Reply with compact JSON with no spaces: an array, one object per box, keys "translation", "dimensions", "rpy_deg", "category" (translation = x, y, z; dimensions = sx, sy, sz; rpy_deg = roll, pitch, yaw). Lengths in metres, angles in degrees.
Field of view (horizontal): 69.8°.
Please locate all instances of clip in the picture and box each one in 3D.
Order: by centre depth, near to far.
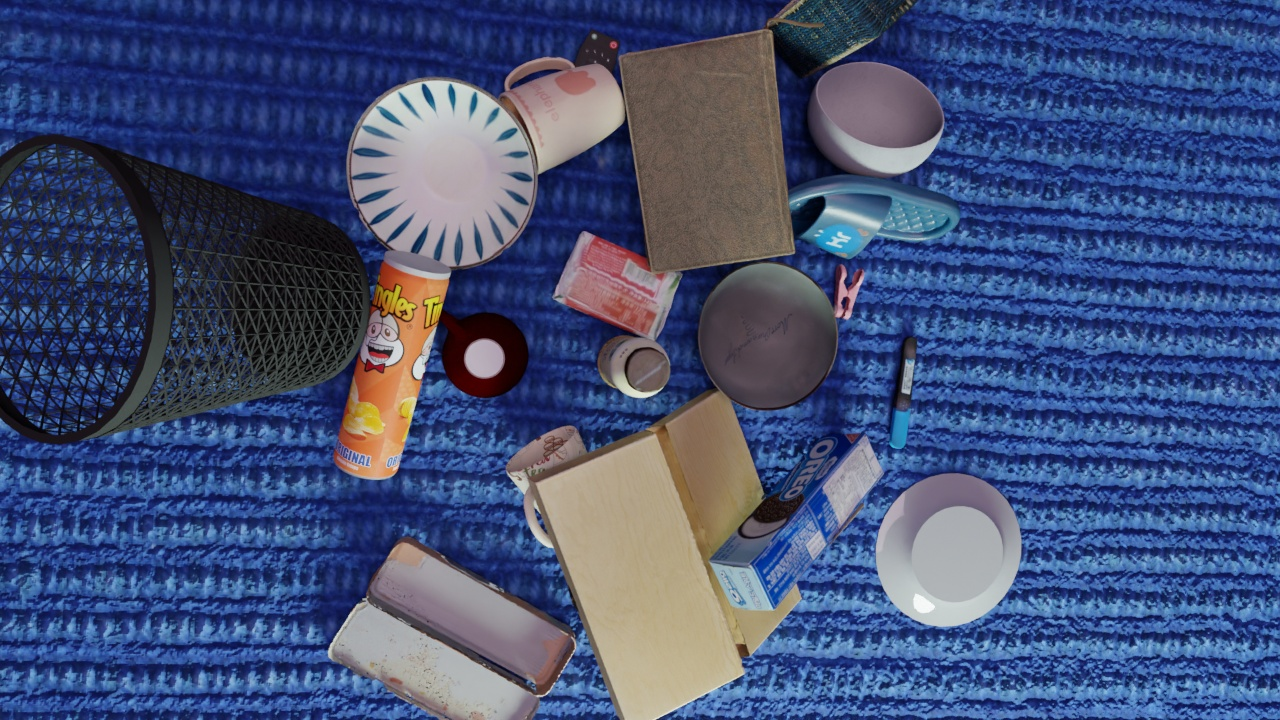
[{"translation":[0.216,-0.074,0.980],"dimensions":[0.035,0.022,0.058],"rpy_deg":[11,93,-13],"category":"clip"}]

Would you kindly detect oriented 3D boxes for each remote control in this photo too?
[{"translation":[-0.058,-0.272,0.933],"dimensions":[0.039,0.010,0.124],"rpy_deg":[21,90,-9],"category":"remote control"}]

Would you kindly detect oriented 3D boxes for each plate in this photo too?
[{"translation":[0.347,0.213,1.016],"dimensions":[0.172,0.019,0.173],"rpy_deg":[0,93,-9],"category":"plate"}]

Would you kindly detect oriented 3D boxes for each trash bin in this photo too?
[{"translation":[-0.368,-0.053,0.756],"dimensions":[0.217,0.242,0.217],"rpy_deg":[1,92,24],"category":"trash bin"}]

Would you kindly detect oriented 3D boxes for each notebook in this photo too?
[{"translation":[0.084,-0.202,0.875],"dimensions":[0.190,0.034,0.215],"rpy_deg":[-7,100,9],"category":"notebook"}]

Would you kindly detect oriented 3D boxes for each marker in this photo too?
[{"translation":[0.287,0.035,1.000],"dimensions":[0.018,0.015,0.123],"rpy_deg":[8,89,-12],"category":"marker"}]

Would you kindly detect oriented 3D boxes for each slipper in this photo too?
[{"translation":[0.228,-0.144,0.936],"dimensions":[0.213,0.104,0.059],"rpy_deg":[2,70,-13],"category":"slipper"}]

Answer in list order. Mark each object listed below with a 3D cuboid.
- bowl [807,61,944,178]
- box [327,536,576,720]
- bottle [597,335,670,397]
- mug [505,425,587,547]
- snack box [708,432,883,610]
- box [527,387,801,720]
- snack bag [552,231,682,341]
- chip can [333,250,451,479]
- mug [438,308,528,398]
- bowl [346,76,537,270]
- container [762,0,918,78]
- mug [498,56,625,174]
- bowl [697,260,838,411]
[{"translation":[0.234,-0.237,0.937],"dimensions":[0.132,0.064,0.131],"rpy_deg":[4,55,-6],"category":"bowl"},{"translation":[-0.189,0.291,0.932],"dimensions":[0.216,0.043,0.148],"rpy_deg":[31,84,-9],"category":"box"},{"translation":[-0.005,0.005,0.879],"dimensions":[0.056,0.162,0.056],"rpy_deg":[0,92,-9],"category":"bottle"},{"translation":[-0.081,0.136,0.904],"dimensions":[0.081,0.121,0.097],"rpy_deg":[-24,105,22],"category":"mug"},{"translation":[0.159,0.153,0.908],"dimensions":[0.225,0.059,0.059],"rpy_deg":[-38,108,-37],"category":"snack box"},{"translation":[0.041,0.181,0.895],"dimensions":[0.260,0.097,0.247],"rpy_deg":[-25,98,-39],"category":"box"},{"translation":[-0.023,-0.076,0.936],"dimensions":[0.116,0.036,0.077],"rpy_deg":[23,90,-9],"category":"snack bag"},{"translation":[-0.236,0.006,0.869],"dimensions":[0.062,0.062,0.210],"rpy_deg":[16,106,-9],"category":"chip can"},{"translation":[-0.161,-0.013,0.892],"dimensions":[0.114,0.088,0.087],"rpy_deg":[45,86,-8],"category":"mug"},{"translation":[-0.184,-0.181,0.880],"dimensions":[0.177,0.070,0.177],"rpy_deg":[0,110,0],"category":"bowl"},{"translation":[0.216,-0.358,0.881],"dimensions":[0.145,0.187,0.071],"rpy_deg":[-44,102,-4],"category":"container"},{"translation":[-0.081,-0.249,0.891],"dimensions":[0.104,0.085,0.111],"rpy_deg":[-28,68,-15],"category":"mug"},{"translation":[0.125,-0.026,0.951],"dimensions":[0.150,0.057,0.151],"rpy_deg":[0,93,-8],"category":"bowl"}]
